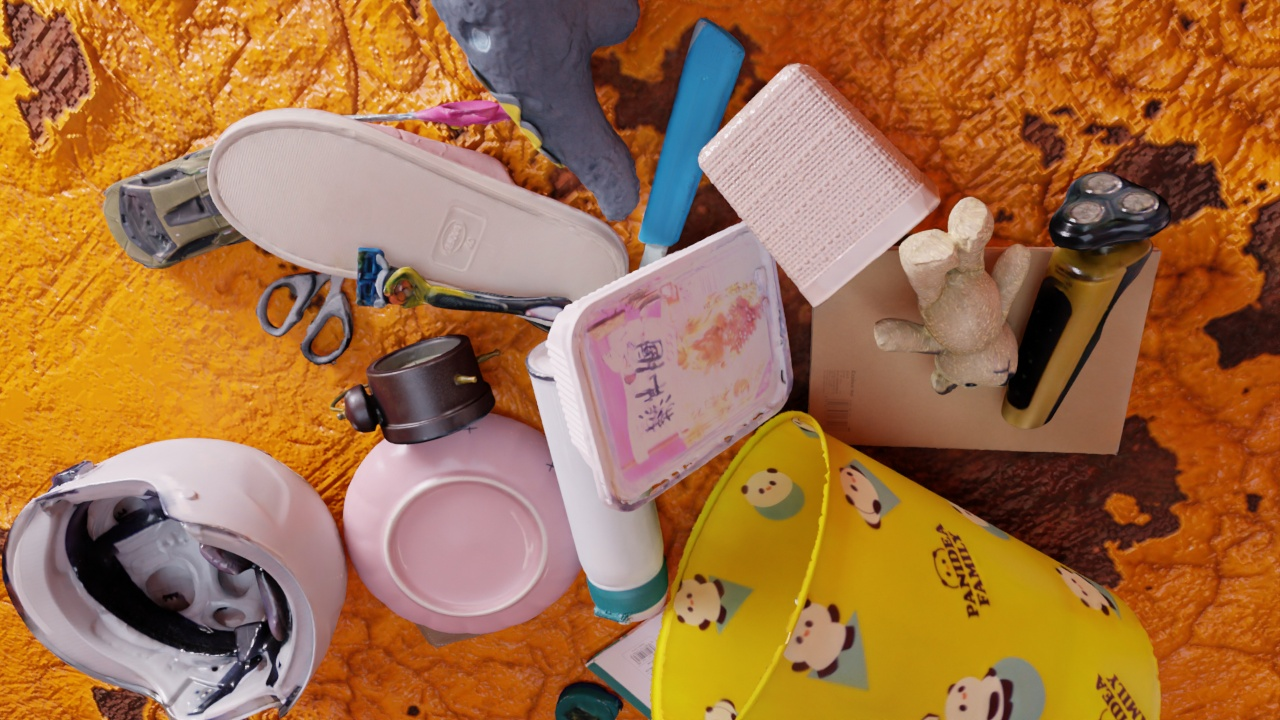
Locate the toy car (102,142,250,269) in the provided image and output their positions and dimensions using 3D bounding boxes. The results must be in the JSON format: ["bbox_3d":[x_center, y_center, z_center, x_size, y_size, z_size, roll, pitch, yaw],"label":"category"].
[{"bbox_3d":[-0.309,-0.106,0.638,0.158,0.042,0.070,-15,112,19],"label":"toy car"}]

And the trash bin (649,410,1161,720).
[{"bbox_3d":[0.169,0.188,0.607,0.255,0.229,0.230,24,117,-9],"label":"trash bin"}]

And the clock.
[{"bbox_3d":[-0.161,0.022,0.651,0.122,0.082,0.055,-11,109,13],"label":"clock"}]

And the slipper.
[{"bbox_3d":[-0.139,-0.093,0.605,0.274,0.054,0.114,15,121,-11],"label":"slipper"}]

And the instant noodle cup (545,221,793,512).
[{"bbox_3d":[0.015,-0.002,0.578,0.060,0.173,0.138,16,127,47],"label":"instant noodle cup"}]

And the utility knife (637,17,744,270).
[{"bbox_3d":[0.022,-0.113,0.590,0.034,0.018,0.203,24,118,11],"label":"utility knife"}]

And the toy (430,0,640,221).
[{"bbox_3d":[-0.056,-0.248,0.499,0.138,0.091,0.357,1,119,-4],"label":"toy"}]

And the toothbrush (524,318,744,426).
[{"bbox_3d":[-0.004,0.004,0.654,0.181,0.018,0.016,26,125,-2],"label":"toothbrush"}]

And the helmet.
[{"bbox_3d":[-0.337,0.152,0.709,0.259,0.145,0.229,-12,112,25],"label":"helmet"}]

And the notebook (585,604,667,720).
[{"bbox_3d":[0.077,0.286,0.778,0.209,0.012,0.151,44,115,-12],"label":"notebook"}]

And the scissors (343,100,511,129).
[{"bbox_3d":[-0.145,-0.155,0.581,0.135,0.064,0.017,3,104,17],"label":"scissors"}]

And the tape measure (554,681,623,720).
[{"bbox_3d":[-0.048,0.310,0.804,0.054,0.025,0.058,25,116,-4],"label":"tape measure"}]

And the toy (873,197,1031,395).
[{"bbox_3d":[0.189,-0.034,0.535,0.105,0.066,0.157,-37,141,1],"label":"toy"}]

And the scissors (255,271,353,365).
[{"bbox_3d":[-0.219,-0.075,0.652,0.142,0.014,0.173,4,116,6],"label":"scissors"}]

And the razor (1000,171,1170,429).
[{"bbox_3d":[0.259,-0.030,0.560,0.067,0.062,0.168,-8,126,-23],"label":"razor"}]

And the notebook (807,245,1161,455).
[{"bbox_3d":[0.219,-0.004,0.614,0.211,0.012,0.150,1,117,9],"label":"notebook"}]

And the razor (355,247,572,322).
[{"bbox_3d":[-0.113,-0.040,0.595,0.142,0.022,0.043,8,125,-10],"label":"razor"}]

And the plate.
[{"bbox_3d":[-0.131,0.134,0.699,0.192,0.039,0.193,-2,110,-4],"label":"plate"}]

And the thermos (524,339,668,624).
[{"bbox_3d":[-0.023,0.090,0.663,0.073,0.073,0.224,-6,117,12],"label":"thermos"}]

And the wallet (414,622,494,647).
[{"bbox_3d":[-0.168,0.184,0.760,0.090,0.033,0.115,-20,114,16],"label":"wallet"}]

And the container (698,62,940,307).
[{"bbox_3d":[0.102,-0.107,0.535,0.090,0.090,0.111,-42,91,24],"label":"container"}]
